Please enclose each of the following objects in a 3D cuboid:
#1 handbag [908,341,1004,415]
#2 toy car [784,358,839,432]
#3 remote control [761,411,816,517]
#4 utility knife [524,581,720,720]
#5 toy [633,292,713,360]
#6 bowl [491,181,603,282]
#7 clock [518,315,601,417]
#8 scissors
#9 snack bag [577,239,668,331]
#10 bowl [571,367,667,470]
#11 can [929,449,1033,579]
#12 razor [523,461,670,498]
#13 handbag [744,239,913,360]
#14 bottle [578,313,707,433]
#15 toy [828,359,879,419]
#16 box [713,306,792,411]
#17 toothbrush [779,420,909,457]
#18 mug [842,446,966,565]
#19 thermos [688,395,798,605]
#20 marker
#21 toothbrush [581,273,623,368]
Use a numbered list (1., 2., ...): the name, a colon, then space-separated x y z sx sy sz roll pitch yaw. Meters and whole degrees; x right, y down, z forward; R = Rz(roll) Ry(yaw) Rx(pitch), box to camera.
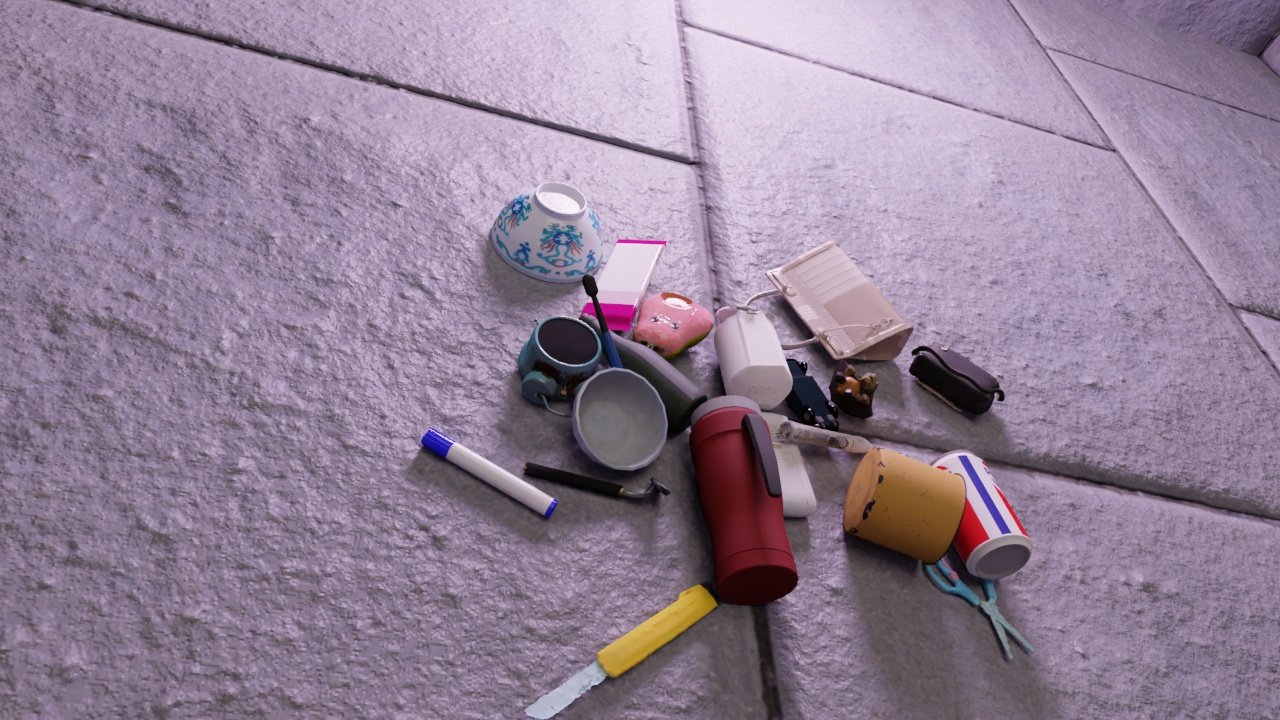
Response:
1. handbag: 0.412 0.017 1.188 0.128 0.054 0.078 36 39 17
2. toy car: 0.192 0.044 1.076 0.046 0.034 0.112 -6 50 -28
3. remote control: 0.146 0.110 0.995 0.060 0.026 0.138 7 42 -18
4. utility knife: -0.009 0.247 0.791 0.223 0.019 0.030 -19 51 -43
5. toy: 0.034 -0.037 1.077 0.090 0.051 0.109 24 43 8
6. bowl: -0.106 -0.172 1.135 0.144 0.074 0.143 12 43 -12
7. clock: -0.083 0.007 0.979 0.090 0.053 0.124 5 48 -19
8. scissors: 0.367 0.248 0.965 0.111 0.015 0.140 -22 62 -42
9. snack bag: -0.021 -0.095 1.125 0.070 0.016 0.196 5 40 14
10. bowl: -0.027 0.064 0.939 0.106 0.039 0.106 11 69 -29
11. can: 0.363 0.165 0.992 0.070 0.070 0.132 8 38 -17
12. razor: -0.044 0.121 0.906 0.144 0.022 0.043 10 1 -8
13. handbag: 0.220 -0.062 1.196 0.197 0.062 0.175 -16 54 -25
14. bottle: -0.006 0.006 1.014 0.174 0.055 0.055 41 45 21
15. toy: 0.248 0.033 1.082 0.100 0.063 0.076 10 53 -59
16. box: 0.128 -0.015 1.070 0.080 0.089 0.143 -2 44 -9
17. toothbrush: 0.235 0.094 1.039 0.185 0.022 0.024 15 0 -28
18. mug: 0.271 0.149 0.967 0.094 0.100 0.123 21 1 0
19. thermos: 0.103 0.126 0.899 0.084 0.108 0.198 9 46 -17
20. marker: -0.144 0.107 0.874 0.141 0.020 0.020 29 42 6
21. toothbrush: -0.032 -0.012 0.984 0.014 0.014 0.167 -18 93 -7
